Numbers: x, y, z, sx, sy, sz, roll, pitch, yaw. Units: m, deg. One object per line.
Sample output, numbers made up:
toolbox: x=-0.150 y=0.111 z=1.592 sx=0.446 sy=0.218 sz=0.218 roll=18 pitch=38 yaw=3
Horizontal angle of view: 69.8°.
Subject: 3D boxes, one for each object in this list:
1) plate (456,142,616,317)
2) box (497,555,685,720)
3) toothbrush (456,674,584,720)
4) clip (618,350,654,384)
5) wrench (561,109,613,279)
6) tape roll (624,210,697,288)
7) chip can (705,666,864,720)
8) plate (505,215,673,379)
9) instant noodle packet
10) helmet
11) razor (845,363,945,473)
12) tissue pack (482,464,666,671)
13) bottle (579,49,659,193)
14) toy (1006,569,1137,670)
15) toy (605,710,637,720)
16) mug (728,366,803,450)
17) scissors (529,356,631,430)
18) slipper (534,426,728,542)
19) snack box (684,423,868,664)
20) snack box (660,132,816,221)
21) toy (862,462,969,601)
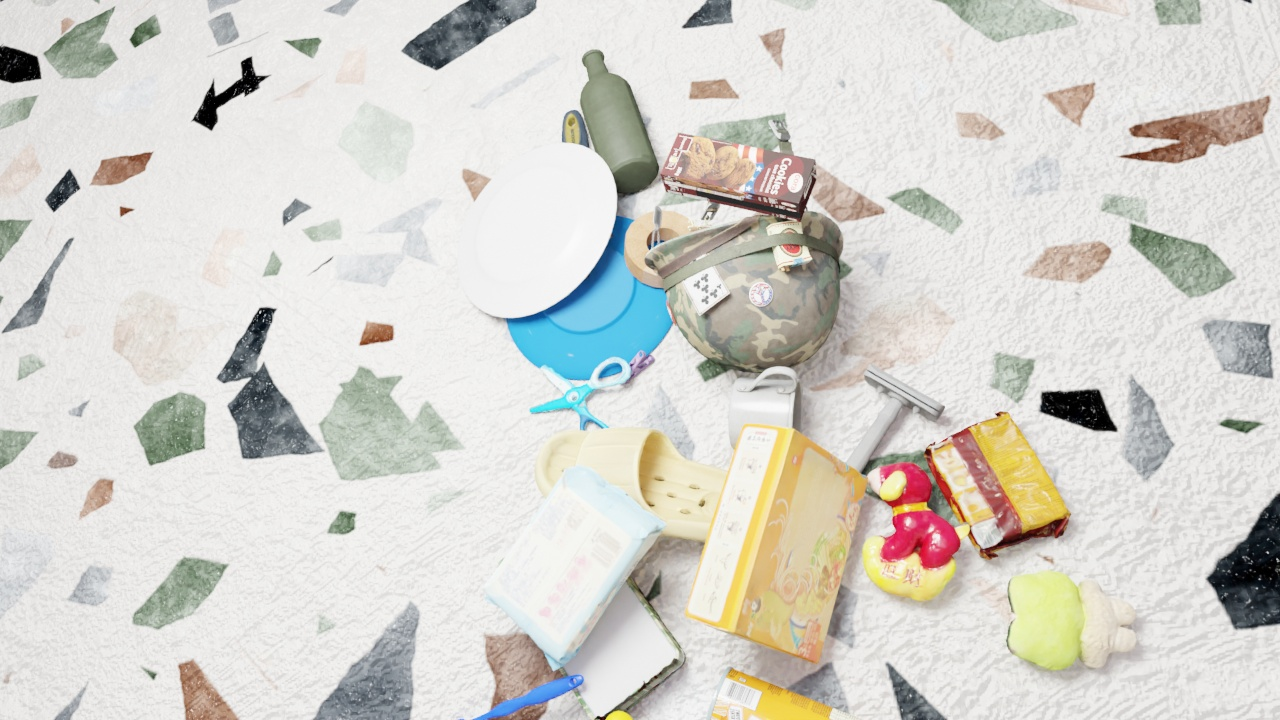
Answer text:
plate: x=-0.137 y=-0.168 z=1.141 sx=0.243 sy=0.016 sz=0.242 roll=-13 pitch=64 yaw=27
box: x=-0.053 y=0.265 z=0.965 sx=0.117 sy=0.050 sz=0.205 roll=-38 pitch=65 yaw=-6
toothbrush: x=-0.132 y=0.353 z=0.937 sx=0.183 sy=0.018 sz=0.016 roll=-29 pitch=70 yaw=23
clip: x=-0.002 y=0.007 z=1.075 sx=0.014 sy=0.046 sz=0.050 roll=50 pitch=131 yaw=28
wrench: x=-0.079 y=-0.215 z=1.166 sx=0.073 sy=0.022 sz=0.272 roll=-13 pitch=59 yaw=11
tape roll: x=0.027 y=-0.134 z=1.103 sx=0.094 sy=0.027 sz=0.093 roll=1 pitch=64 yaw=-3
chip can: x=0.172 y=0.360 z=0.853 sx=0.215 sy=0.075 sz=0.075 roll=16 pitch=73 yaw=20
plate: x=-0.062 y=-0.085 z=1.122 sx=0.224 sy=0.024 sz=0.224 roll=-5 pitch=67 yaw=12
instant noodle packet: x=0.356 y=0.126 z=0.922 sx=0.098 sy=0.040 sz=0.135 roll=-25 pitch=63 yaw=4
helmet: x=0.112 y=-0.107 z=0.988 sx=0.224 sy=0.193 sz=0.236 roll=16 pitch=70 yaw=-25
razor: x=0.251 y=0.074 z=0.972 sx=0.088 sy=0.047 sz=0.116 roll=33 pitch=87 yaw=23
tissue pack: x=-0.070 y=0.203 z=0.915 sx=0.112 sy=0.070 sz=0.182 roll=36 pitch=97 yaw=16
bottle: x=-0.036 y=-0.315 z=1.183 sx=0.071 sy=0.071 sz=0.206 roll=-20 pitch=65 yaw=6
toy: x=0.402 y=0.245 z=0.860 sx=0.115 sy=0.046 sz=0.092 roll=4 pitch=70 yaw=8
toy: x=-0.016 y=0.406 z=0.875 sx=0.119 sy=0.100 sz=0.097 roll=43 pitch=63 yaw=2
mug: x=0.133 y=0.049 z=0.971 sx=0.071 sy=0.113 sz=0.084 roll=3 pitch=43 yaw=17
scissors: x=-0.068 y=0.053 z=1.070 sx=0.134 sy=0.012 sz=0.134 roll=-16 pitch=74 yaw=14
slipper: x=0.007 y=0.124 z=0.971 sx=0.261 sy=0.079 sz=0.111 roll=13 pitch=50 yaw=12
snack box: x=0.132 y=0.177 z=0.896 sx=0.081 sy=0.145 sz=0.195 roll=3 pitch=69 yaw=47
snack box: x=0.095 y=-0.180 z=0.895 sx=0.141 sy=0.032 sz=0.051 roll=16 pitch=71 yaw=19
toy: x=0.273 y=0.169 z=0.914 sx=0.106 sy=0.067 sz=0.137 roll=-7 pitch=72 yaw=20
